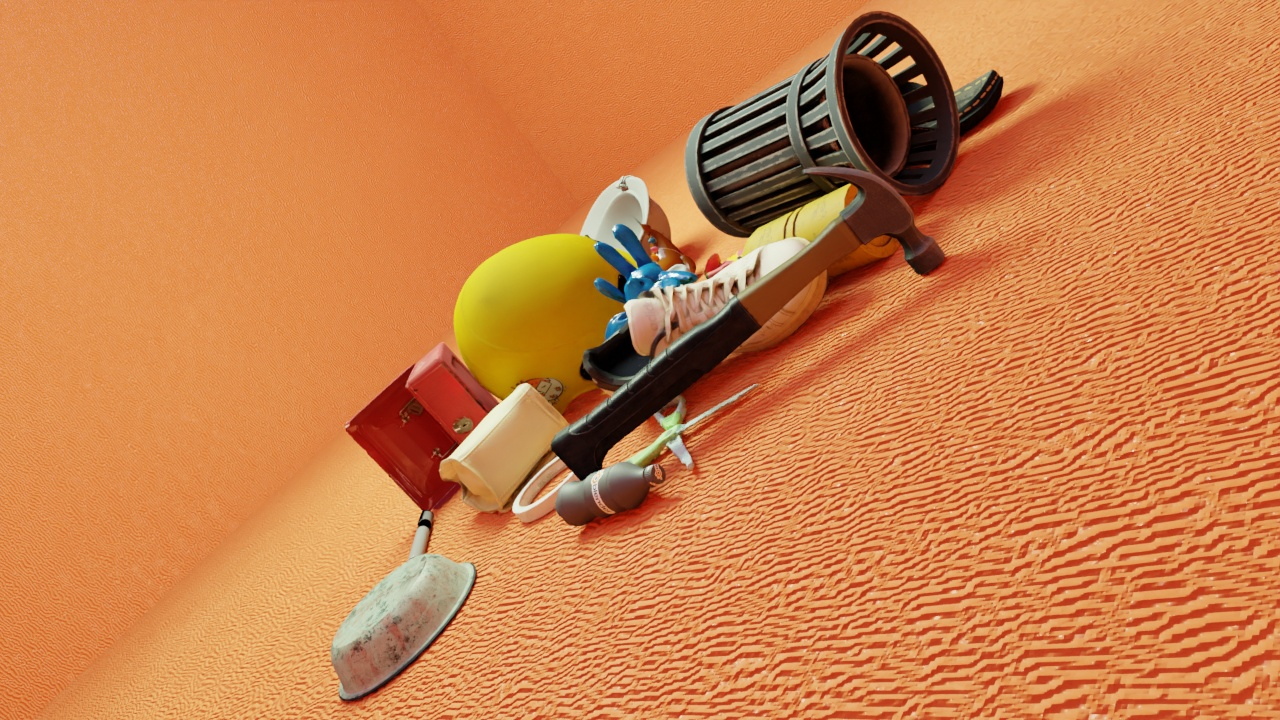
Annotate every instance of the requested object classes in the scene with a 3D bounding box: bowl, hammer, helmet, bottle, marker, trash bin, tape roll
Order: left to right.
[{"bbox_3d":[-0.219,0.226,0.817,0.157,0.038,0.157,-37,14,10],"label":"bowl"},{"bbox_3d":[-0.246,0.199,1.029,0.016,0.016,0.140,-39,13,1],"label":"marker"},{"bbox_3d":[-0.120,-0.060,1.067,0.240,0.139,0.209,-40,54,15],"label":"helmet"},{"bbox_3d":[-0.081,0.115,0.864,0.093,0.013,0.093,-38,14,11],"label":"tape roll"},{"bbox_3d":[-0.022,0.100,0.703,0.110,0.036,0.036,-27,19,44],"label":"bottle"},{"bbox_3d":[-0.005,-0.178,1.414,0.271,0.117,0.183,11,82,66],"label":"helmet"},{"bbox_3d":[0.063,-0.021,0.712,0.333,0.118,0.025,-39,11,14],"label":"hammer"},{"bbox_3d":[0.148,-0.102,0.828,0.070,0.071,0.164,-48,16,-32],"label":"bottle"},{"bbox_3d":[0.163,-0.212,0.898,0.163,0.164,0.228,-48,20,-30],"label":"trash bin"}]

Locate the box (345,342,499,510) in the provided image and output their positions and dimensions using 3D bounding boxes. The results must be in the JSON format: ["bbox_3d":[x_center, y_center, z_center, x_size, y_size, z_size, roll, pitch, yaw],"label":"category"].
[{"bbox_3d":[-0.228,0.073,1.093,0.153,0.157,0.169,-50,16,-30],"label":"box"}]

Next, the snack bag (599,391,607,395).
[{"bbox_3d":[-0.006,0.006,1.002,0.099,0.020,0.026,-44,6,-21],"label":"snack bag"}]

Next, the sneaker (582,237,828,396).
[{"bbox_3d":[0.043,-0.039,0.793,0.242,0.102,0.088,-35,50,31],"label":"sneaker"}]

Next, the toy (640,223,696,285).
[{"bbox_3d":[0.019,-0.126,1.198,0.071,0.103,0.090,-26,12,41],"label":"toy"}]

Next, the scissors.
[{"bbox_3d":[0.025,0.060,0.753,0.172,0.022,0.173,-32,10,18],"label":"scissors"}]

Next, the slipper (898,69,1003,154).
[{"bbox_3d":[0.254,-0.240,0.978,0.269,0.076,0.112,-26,19,46],"label":"slipper"}]

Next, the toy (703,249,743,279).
[{"bbox_3d":[0.112,-0.105,1.001,0.084,0.046,0.104,-22,7,-27],"label":"toy"}]

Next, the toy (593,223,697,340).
[{"bbox_3d":[-0.005,-0.070,0.925,0.113,0.071,0.176,-45,33,18],"label":"toy"}]

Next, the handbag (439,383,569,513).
[{"bbox_3d":[-0.142,0.095,0.967,0.119,0.081,0.111,-48,8,-27],"label":"handbag"}]

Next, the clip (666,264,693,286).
[{"bbox_3d":[0.050,-0.043,0.945,0.125,0.073,0.142,-35,21,7],"label":"clip"}]
